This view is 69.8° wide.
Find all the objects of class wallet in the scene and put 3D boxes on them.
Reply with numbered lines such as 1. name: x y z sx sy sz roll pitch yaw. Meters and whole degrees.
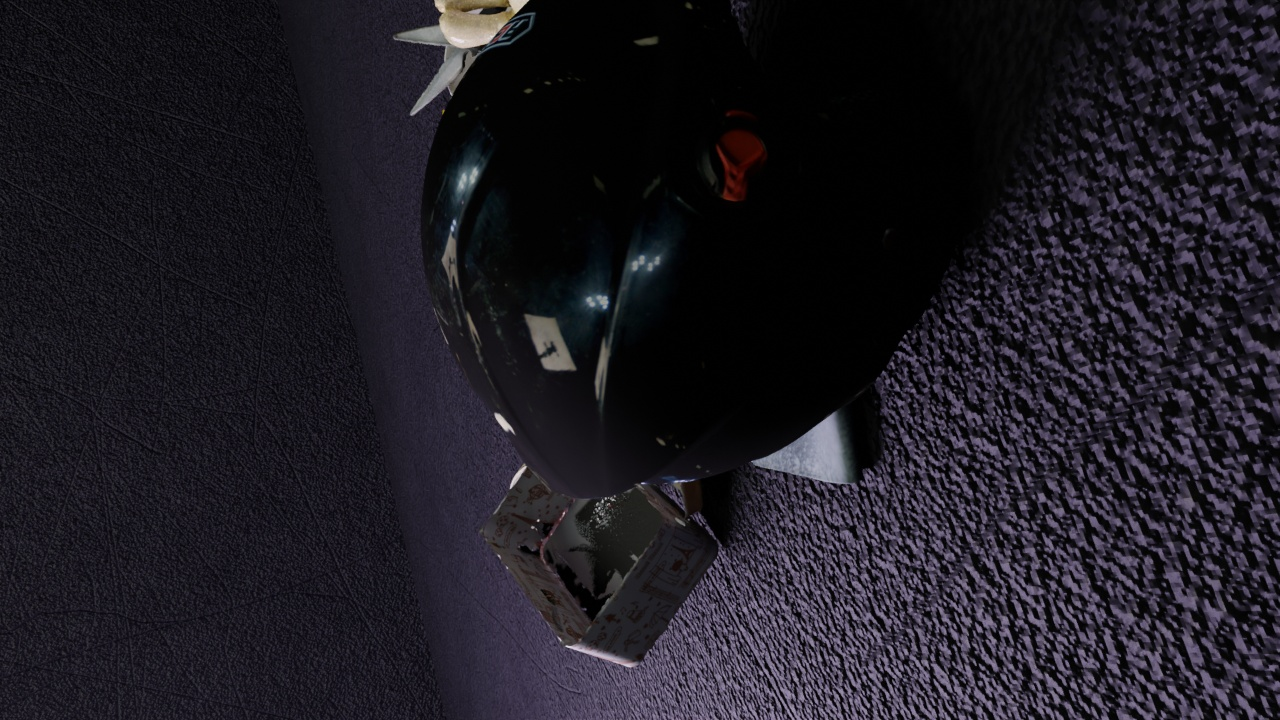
1. wallet: 0.094 0.022 0.571 0.121 0.019 0.097 180 82 -68

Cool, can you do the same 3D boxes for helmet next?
1. helmet: 0.001 -0.065 0.465 0.275 0.229 0.234 61 163 -23

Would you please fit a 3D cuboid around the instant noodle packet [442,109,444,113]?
1. instant noodle packet: -0.116 -0.169 0.820 0.111 0.128 0.044 104 -172 -70

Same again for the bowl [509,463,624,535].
1. bowl: -0.066 0.127 0.911 0.062 0.113 0.114 -63 -22 -57

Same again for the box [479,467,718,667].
1. box: -0.025 0.094 0.743 0.179 0.130 0.273 39 121 48

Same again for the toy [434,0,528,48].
1. toy: -0.088 -0.280 0.707 0.157 0.066 0.105 -2 82 25

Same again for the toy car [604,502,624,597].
1. toy car: -0.012 0.186 0.856 0.045 0.053 0.121 -102 14 -72

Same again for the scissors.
1. scissors: -0.116 -0.287 0.773 0.221 0.021 0.225 30 109 24

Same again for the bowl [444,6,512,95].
1. bowl: -0.108 -0.265 0.819 0.118 0.064 0.118 0 90 27
